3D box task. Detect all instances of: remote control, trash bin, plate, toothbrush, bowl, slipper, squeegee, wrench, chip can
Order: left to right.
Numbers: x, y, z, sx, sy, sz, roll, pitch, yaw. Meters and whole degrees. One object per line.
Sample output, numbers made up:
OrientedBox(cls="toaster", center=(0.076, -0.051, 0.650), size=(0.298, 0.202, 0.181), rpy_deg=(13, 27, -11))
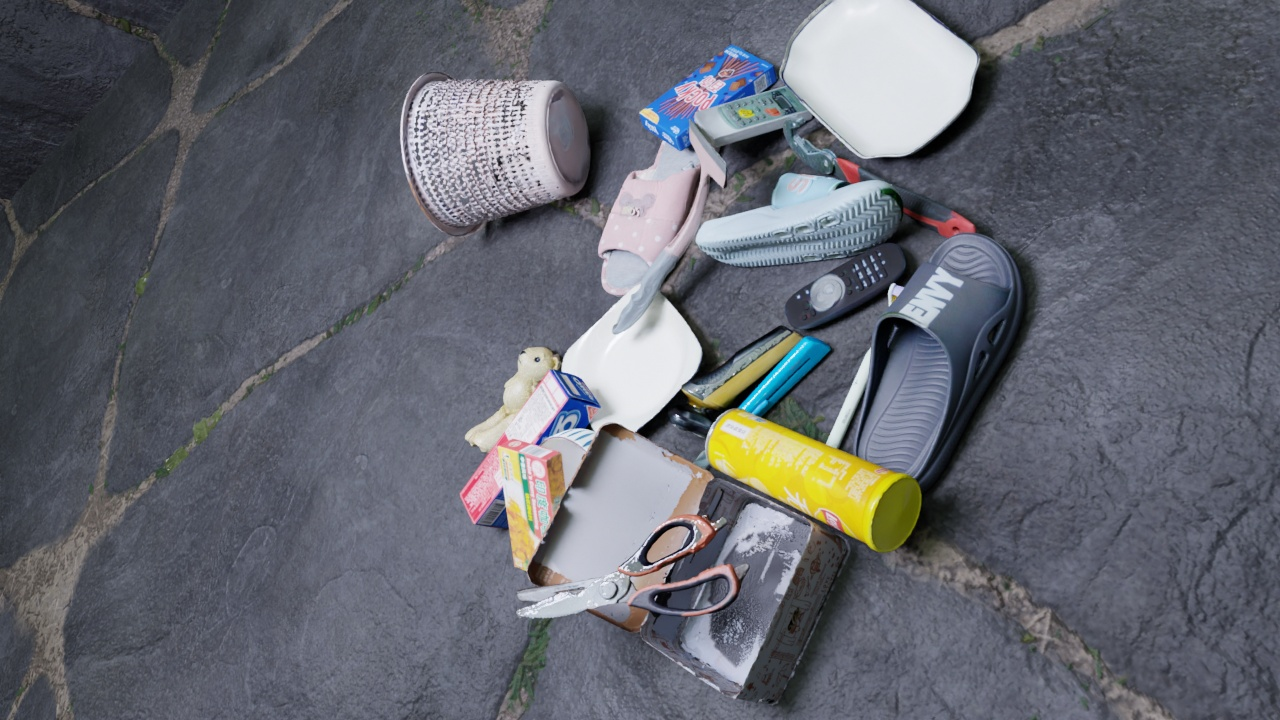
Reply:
OrientedBox(cls="trash bin", center=(-0.182, -0.290, 1.248), size=(0.192, 0.227, 0.227), rpy_deg=(-3, 66, 22))
OrientedBox(cls="bowl", center=(-0.056, 0.126, 1.019), size=(0.116, 0.066, 0.117), rpy_deg=(20, 122, 36))
OrientedBox(cls="plate", center=(-0.006, 0.006, 1.075), size=(0.164, 0.034, 0.164), rpy_deg=(-43, 50, 12))
OrientedBox(cls="slipper", center=(0.022, -0.205, 1.143), size=(0.114, 0.054, 0.274), rpy_deg=(18, 77, 41))
OrientedBox(cls="squeegee", center=(0.033, -0.131, 1.035), size=(0.250, 0.040, 0.247), rpy_deg=(-62, 17, 21))
OrientedBox(cls="remote control", center=(0.133, -0.288, 1.080), size=(0.135, 0.019, 0.056), rpy_deg=(-18, 53, -12))
OrientedBox(cls="slipper", center=(0.167, -0.154, 0.983), size=(0.246, 0.104, 0.074), rpy_deg=(-6, 69, 42))
OrientedBox(cls="chip can", center=(0.155, 0.107, 0.864), size=(0.214, 0.072, 0.072), rpy_deg=(21, 82, 49))
OrientedBox(cls="remote control", center=(0.215, -0.074, 0.958), size=(0.137, 0.024, 0.053), rpy_deg=(-30, 55, 23))
OrientedBox(cls="toothbrush", center=(0.224, 0.012, 0.914), size=(0.189, 0.029, 0.020), rpy_deg=(-64, 7, -5))
OrientedBox(cls="wrench", center=(0.248, -0.191, 0.978), size=(0.016, 0.056, 0.273), rpy_deg=(-36, 52, -14))
OrientedBox(cls="plate", center=(0.267, -0.322, 1.034), size=(0.162, 0.034, 0.265), rpy_deg=(-42, 50, 13))
OrientedBox(cls="slipper", center=(0.267, -0.003, 0.848), size=(0.111, 0.083, 0.268), rpy_deg=(20, 84, 41))

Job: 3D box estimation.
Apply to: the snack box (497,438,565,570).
OrientedBox(cls="snack box", center=(-0.115, 0.169, 1.023), size=(0.077, 0.026, 0.156), rpy_deg=(11, 114, 38))

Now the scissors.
OrientedBox(cls="scissors", center=(-0.015, 0.194, 0.842), size=(0.206, 0.015, 0.196), rpy_deg=(26, 85, 24))

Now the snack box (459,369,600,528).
OrientedBox(cls="snack box", center=(-0.131, 0.107, 1.080), size=(0.208, 0.057, 0.058), rpy_deg=(-53, 47, 19))

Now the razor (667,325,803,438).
OrientedBox(cls="razor", center=(0.105, 0.022, 0.981), size=(0.167, 0.062, 0.067), rpy_deg=(-38, 81, 9))

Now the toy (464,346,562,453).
OrientedBox(cls="toy", center=(-0.157, 0.048, 1.145), size=(0.157, 0.066, 0.105), rpy_deg=(-52, 31, -6))

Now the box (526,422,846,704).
OrientedBox(cls="box", center=(0.043, 0.191, 0.887), size=(0.274, 0.125, 0.178), rpy_deg=(24, 83, 19))

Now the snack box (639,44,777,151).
OrientedBox(cls="snack box", center=(0.084, -0.330, 1.147), size=(0.157, 0.026, 0.084), rpy_deg=(-38, 49, -8))

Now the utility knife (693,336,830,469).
OrientedBox(cls="utility knife", center=(0.115, 0.056, 0.966), size=(0.216, 0.034, 0.018), rpy_deg=(-47, 40, 11))
